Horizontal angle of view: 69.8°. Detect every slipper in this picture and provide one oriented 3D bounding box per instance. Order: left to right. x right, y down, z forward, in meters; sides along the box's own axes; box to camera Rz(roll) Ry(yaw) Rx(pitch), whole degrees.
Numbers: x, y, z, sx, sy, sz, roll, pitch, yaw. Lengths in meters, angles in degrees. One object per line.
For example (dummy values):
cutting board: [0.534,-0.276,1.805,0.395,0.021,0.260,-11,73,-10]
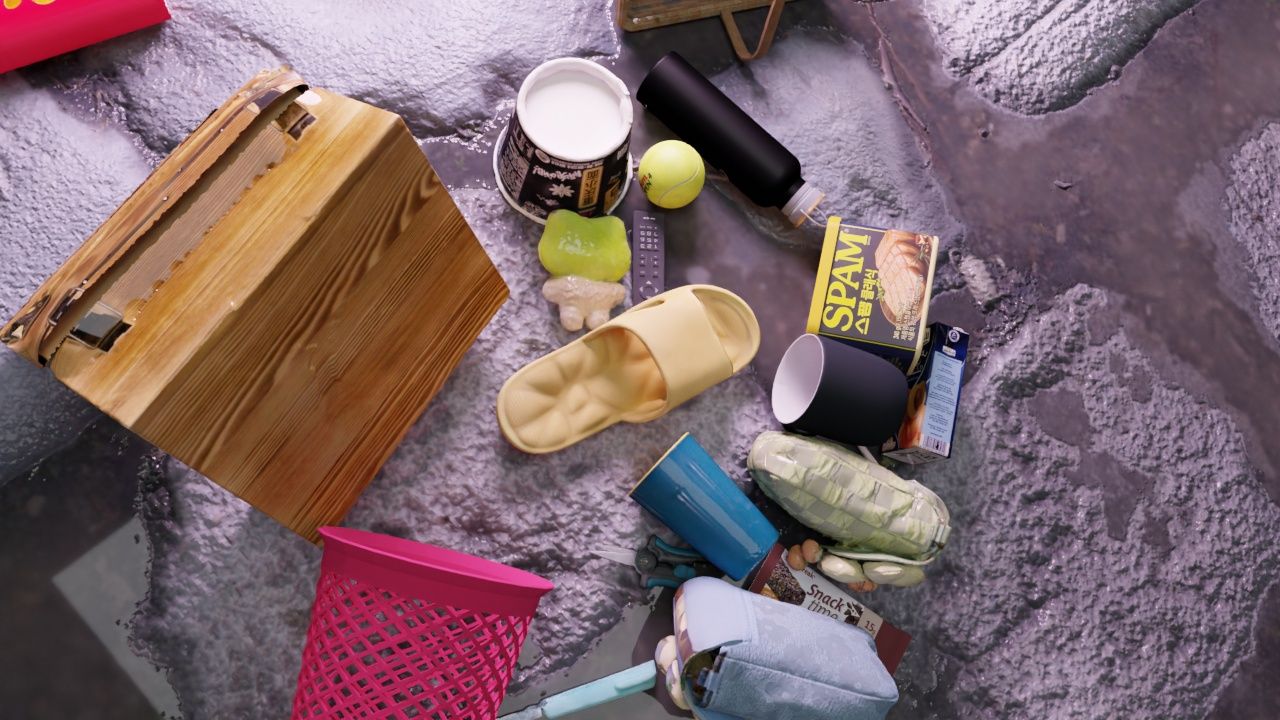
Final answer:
slipper: [-0.005,0.005,0.827,0.263,0.078,0.099,-25,93,-13]

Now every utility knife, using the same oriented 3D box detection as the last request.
utility knife: [-0.069,0.291,0.776,0.179,0.016,0.022,-13,77,-16]

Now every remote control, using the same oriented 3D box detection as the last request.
remote control: [0.007,-0.079,0.892,0.032,0.015,0.136,3,77,-11]

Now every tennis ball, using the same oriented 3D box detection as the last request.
tennis ball: [0.031,-0.182,0.899,0.065,0.065,0.065,3,74,-11]

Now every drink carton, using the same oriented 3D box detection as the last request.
drink carton: [0.276,0.032,0.891,0.040,0.064,0.130,20,72,-15]

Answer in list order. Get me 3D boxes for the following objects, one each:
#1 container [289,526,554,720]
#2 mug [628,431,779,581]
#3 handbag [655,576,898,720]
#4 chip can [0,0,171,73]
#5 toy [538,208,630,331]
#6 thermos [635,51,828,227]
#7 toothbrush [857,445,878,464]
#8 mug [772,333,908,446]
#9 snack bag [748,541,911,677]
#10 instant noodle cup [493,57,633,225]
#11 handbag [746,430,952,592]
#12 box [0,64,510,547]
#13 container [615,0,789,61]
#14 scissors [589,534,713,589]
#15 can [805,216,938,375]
container: [-0.183,0.258,0.689,0.183,0.183,0.225,16,80,-7]
mug: [0.059,0.132,0.809,0.121,0.078,0.078,43,71,6]
handbag: [0.108,0.264,0.773,0.192,0.121,0.119,19,107,-11]
chip can: [-0.542,-0.302,0.815,0.220,0.069,0.069,-27,82,-17]
toy: [-0.053,-0.084,0.865,0.092,0.046,0.115,3,85,-22]
thermos: [0.101,-0.212,0.923,0.231,0.061,0.061,42,71,2]
toothbrush: [0.235,0.108,0.888,0.018,0.016,0.181,-30,82,-23]
mug: [0.173,0.038,0.840,0.094,0.122,0.085,18,54,-17]
snack bag: [0.175,0.233,0.839,0.158,0.013,0.057,36,70,-4]
instant noodle cup: [-0.068,-0.208,0.862,0.137,0.112,0.137,3,75,-10]
handbag: [0.175,0.140,0.823,0.186,0.113,0.116,27,80,0]
box: [-0.340,-0.077,0.730,0.315,0.282,0.278,26,70,26]
container: [0.098,-0.412,0.930,0.249,0.158,0.186,-17,68,-15]
scissors: [0.031,0.191,0.821,0.128,0.019,0.140,-32,84,-19]
can: [0.221,-0.061,0.883,0.104,0.075,0.135,11,72,11]
